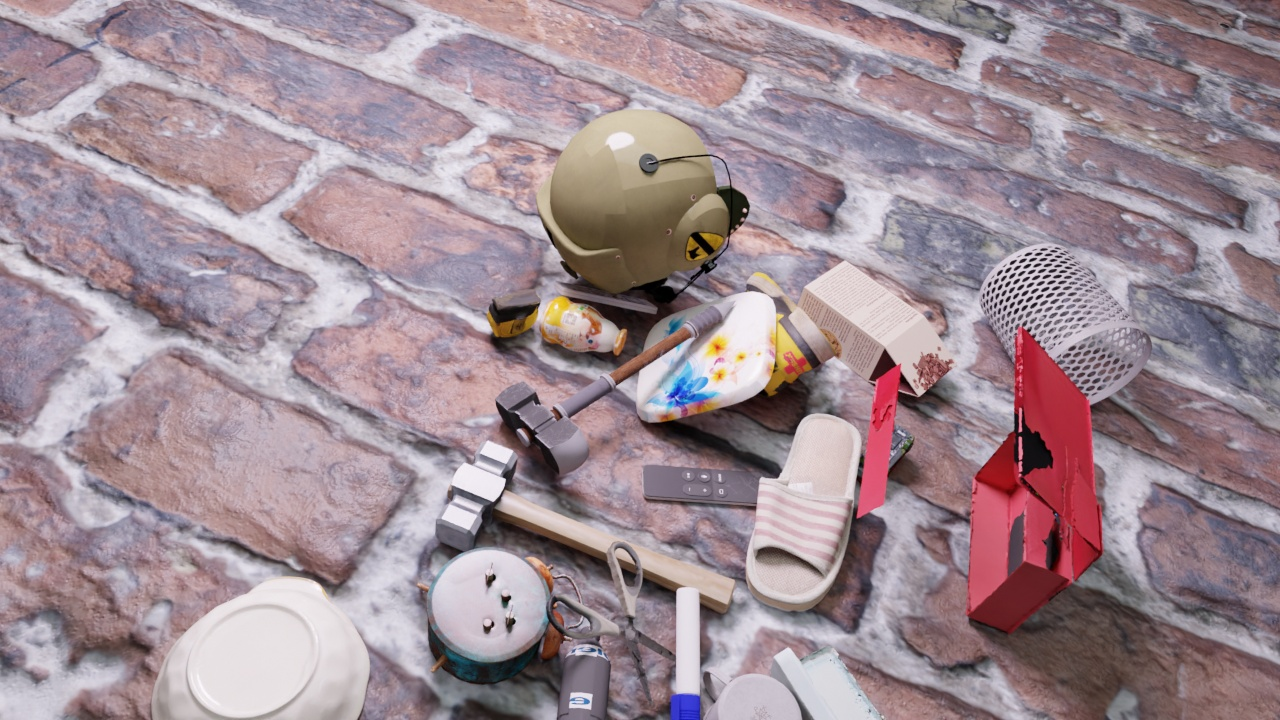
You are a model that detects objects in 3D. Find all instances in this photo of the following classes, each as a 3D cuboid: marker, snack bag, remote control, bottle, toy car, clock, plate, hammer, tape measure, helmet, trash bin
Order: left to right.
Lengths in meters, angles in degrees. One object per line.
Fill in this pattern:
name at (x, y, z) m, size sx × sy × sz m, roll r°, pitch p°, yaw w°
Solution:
clock at (-0.132, 0.245, 0.902) m, size 0.157 × 0.073 × 0.121 m, roll -7°, pitch 50°, yaw -18°
tape measure at (-0.163, -0.057, 1.178) m, size 0.065 × 0.064 × 0.037 m, roll -13°, pitch 59°, yaw -33°
bottle at (-0.073, -0.040, 1.180) m, size 0.109 × 0.063 × 0.063 m, roll 21°, pitch 48°, yaw 7°
bottle at (-0.053, 0.309, 0.877) m, size 0.047 × 0.047 × 0.112 m, roll 9°, pitch 47°, yaw -3°
hammer at (-0.055, 0.193, 0.985) m, size 0.323 × 0.051 × 0.117 m, roll 21°, pitch 48°, yaw 5°
remote control at (-0.046, -0.085, 1.223) m, size 0.135 × 0.011 × 0.050 m, roll 10°, pitch 13°, yaw -22°
helmet at (-0.012, -0.197, 1.189) m, size 0.232 × 0.256 × 0.250 m, roll -14°, pitch 50°, yaw -27°
hammer at (-0.008, 0.007, 1.096) m, size 0.321 × 0.043 × 0.156 m, roll -33°, pitch 41°, yaw -21°
marker at (0.045, 0.292, 0.905) m, size 0.027 × 0.023 × 0.133 m, roll 18°, pitch 56°, yaw -26°
plate at (0.077, -0.010, 1.139) m, size 0.187 × 0.016 × 0.186 m, roll -16°, pitch 41°, yaw 25°
remote control at (0.075, 0.146, 1.075) m, size 0.146 × 0.008 × 0.045 m, roll 5°, pitch 47°, yaw -7°
snack bag at (0.321, -0.036, 1.247) m, size 0.094 × 0.070 × 0.206 m, roll -32°, pitch 61°, yaw -33°
toy car at (0.297, 0.118, 1.124) m, size 0.042 × 0.036 × 0.091 m, roll 34°, pitch 62°, yaw 29°
trash bin at (0.570, -0.051, 1.255) m, size 0.156 × 0.157 × 0.183 m, roll -3°, pitch 46°, yaw -14°

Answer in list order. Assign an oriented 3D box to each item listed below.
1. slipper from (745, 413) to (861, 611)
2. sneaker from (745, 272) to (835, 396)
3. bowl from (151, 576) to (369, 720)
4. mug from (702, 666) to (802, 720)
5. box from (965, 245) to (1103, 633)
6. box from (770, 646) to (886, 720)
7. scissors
slipper at (0.190, 0.159, 1.045) m, size 0.115 × 0.052 × 0.262 m, roll 19°, pitch 52°, yaw 11°
sneaker at (0.158, -0.031, 1.206) m, size 0.122 × 0.086 × 0.238 m, roll -37°, pitch 24°, yaw 4°
bowl at (-0.347, 0.282, 0.835) m, size 0.188 × 0.060 × 0.218 m, roll 6°, pitch 47°, yaw -6°
mug at (0.096, 0.334, 0.866) m, size 0.084 × 0.071 × 0.113 m, roll -20°, pitch 56°, yaw -26°
box at (0.419, 0.098, 0.942) m, size 0.124 × 0.379 × 0.210 m, roll 7°, pitch 46°, yaw 17°
box at (0.205, 0.360, 0.864) m, size 0.122 × 0.078 × 0.197 m, roll -4°, pitch 47°, yaw -40°
scissors at (-0.022, 0.255, 0.900) m, size 0.157 × 0.013 × 0.170 m, roll 12°, pitch 53°, yaw -31°
